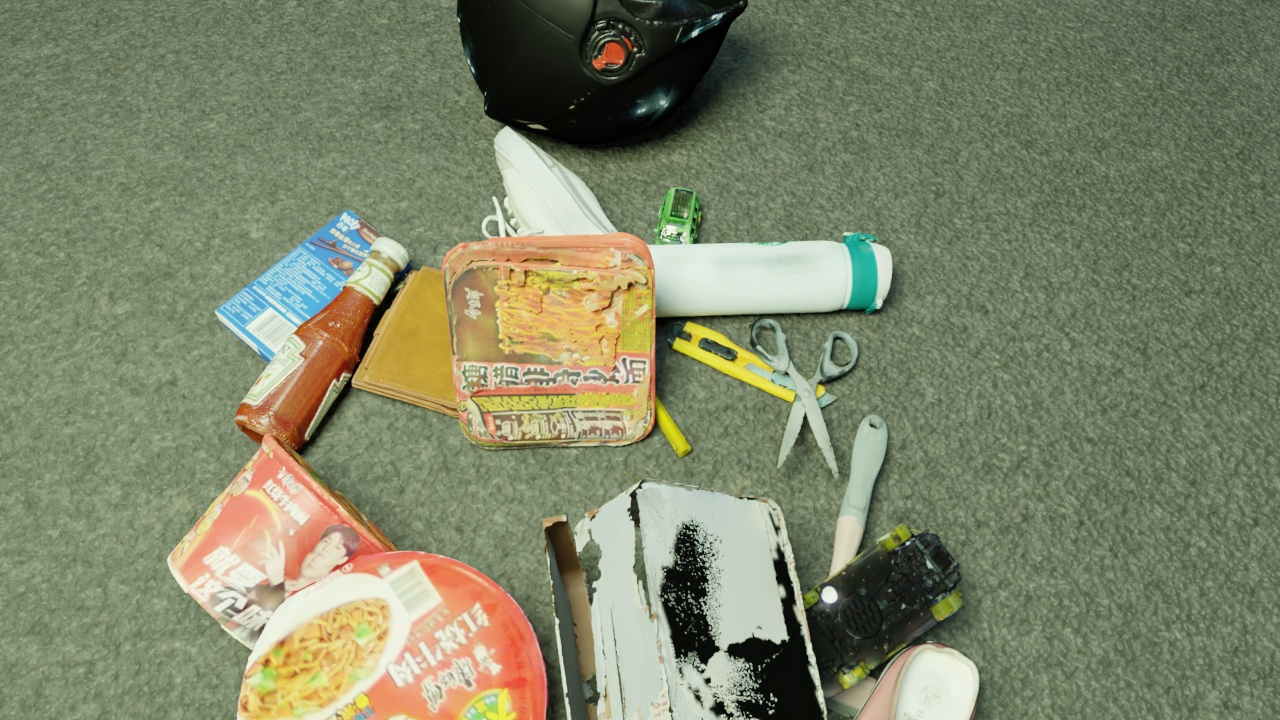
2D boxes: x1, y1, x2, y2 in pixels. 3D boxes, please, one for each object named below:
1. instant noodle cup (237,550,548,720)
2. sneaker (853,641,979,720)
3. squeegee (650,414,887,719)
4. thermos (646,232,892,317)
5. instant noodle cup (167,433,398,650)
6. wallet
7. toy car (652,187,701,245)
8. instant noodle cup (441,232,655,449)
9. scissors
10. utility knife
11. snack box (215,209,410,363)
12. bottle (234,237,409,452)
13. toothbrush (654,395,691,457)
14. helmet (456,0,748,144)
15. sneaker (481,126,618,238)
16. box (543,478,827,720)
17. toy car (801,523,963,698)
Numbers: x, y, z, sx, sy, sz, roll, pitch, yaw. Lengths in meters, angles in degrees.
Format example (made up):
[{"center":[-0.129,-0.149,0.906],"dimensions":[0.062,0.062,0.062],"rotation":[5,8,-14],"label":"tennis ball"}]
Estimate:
[{"center":[-0.162,0.225,0.614],"dimensions":[0.193,0.066,0.193],"rotation":[3,76,-14],"label":"instant noodle cup"},{"center":[0.150,0.285,0.579],"dimensions":[0.118,0.088,0.240],"rotation":[28,72,17],"label":"sneaker"},{"center":[0.159,0.138,0.710],"dimensions":[0.248,0.040,0.248],"rotation":[17,59,10],"label":"squeegee"},{"center":[0.112,-0.077,0.825],"dimensions":[0.224,0.073,0.073],"rotation":[-2,58,-3],"label":"thermos"},{"center":[-0.256,0.137,0.658],"dimensions":[0.138,0.138,0.108],"rotation":[37,73,21],"label":"instant noodle cup"},{"center":[-0.187,-0.022,0.810],"dimensions":[0.119,0.035,0.130],"rotation":[14,57,8],"label":"wallet"},{"center":[0.034,-0.124,0.876],"dimensions":[0.043,0.036,0.091],"rotation":[8,62,3],"label":"toy car"},{"center":[-0.071,-0.022,0.747],"dimensions":[0.164,0.189,0.079],"rotation":[-1,29,-2],"label":"instant noodle cup"},{"center":[0.139,0.022,0.775],"dimensions":[0.174,0.014,0.159],"rotation":[-28,57,-33],"label":"scissors"},{"center":[0.094,0.003,0.807],"dimensions":[0.165,0.015,0.033],"rotation":[25,63,14],"label":"utility knife"},{"center":[-0.298,-0.066,0.842],"dimensions":[0.084,0.026,0.156],"rotation":[35,64,19],"label":"snack box"},{"center":[-0.264,-0.018,0.784],"dimensions":[0.060,0.060,0.205],"rotation":[22,66,13],"label":"bottle"},{"center":[-0.005,0.005,0.806],"dimensions":[0.016,0.016,0.190],"rotation":[-21,60,-20],"label":"toothbrush"},{"center":[-0.044,-0.323,0.889],"dimensions":[0.275,0.231,0.232],"rotation":[16,34,2],"label":"helmet"},{"center":[-0.090,-0.129,0.858],"dimensions":[0.091,0.089,0.242],"rotation":[-48,47,14],"label":"sneaker"},{"center":[-0.002,0.199,0.609],"dimensions":[0.153,0.182,0.182],"rotation":[14,53,-33],"label":"box"},{"center":[0.159,0.174,0.644],"dimensions":[0.158,0.042,0.070],"rotation":[-27,72,-20],"label":"toy car"}]
